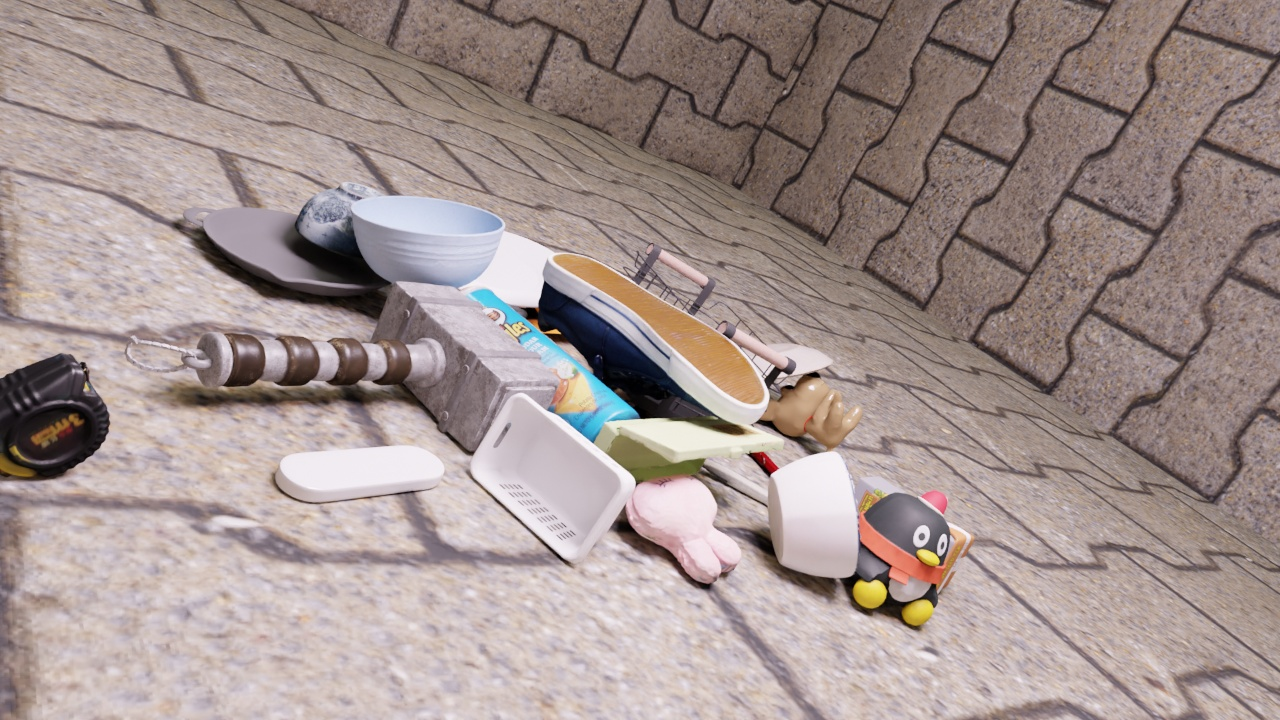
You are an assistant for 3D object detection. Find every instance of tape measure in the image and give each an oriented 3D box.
[{"bbox_3d":[-0.338,0.032,0.519,0.067,0.063,0.038,-36,58,-28],"label":"tape measure"}]

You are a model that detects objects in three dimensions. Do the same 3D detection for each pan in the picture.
[{"bbox_3d":[-0.291,-0.092,0.963,0.354,0.024,0.216,16,20,-16],"label":"pan"}]

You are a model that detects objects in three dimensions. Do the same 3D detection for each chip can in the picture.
[{"bbox_3d":[-0.102,0.015,0.893,0.229,0.080,0.079,39,21,30],"label":"chip can"}]

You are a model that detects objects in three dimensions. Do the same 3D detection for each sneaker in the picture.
[{"bbox_3d":[-0.006,0.005,0.933,0.295,0.127,0.120,33,27,31],"label":"sneaker"}]

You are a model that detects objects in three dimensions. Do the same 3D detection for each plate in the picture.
[{"bbox_3d":[0.159,0.000,1.218,0.189,0.027,0.188,-8,7,1],"label":"plate"},{"bbox_3d":[-0.174,-0.113,1.118,0.208,0.015,0.208,16,27,-9],"label":"plate"}]

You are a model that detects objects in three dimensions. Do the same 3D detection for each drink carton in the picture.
[{"bbox_3d":[0.282,0.184,0.982,0.048,0.076,0.125,6,24,-49],"label":"drink carton"}]

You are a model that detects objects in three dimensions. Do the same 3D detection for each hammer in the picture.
[{"bbox_3d":[-0.231,0.002,0.737,0.177,0.080,0.325,39,22,31],"label":"hammer"}]

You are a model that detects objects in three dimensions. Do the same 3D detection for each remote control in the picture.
[{"bbox_3d":[-0.200,0.081,0.668,0.043,0.013,0.136,38,21,30],"label":"remote control"}]

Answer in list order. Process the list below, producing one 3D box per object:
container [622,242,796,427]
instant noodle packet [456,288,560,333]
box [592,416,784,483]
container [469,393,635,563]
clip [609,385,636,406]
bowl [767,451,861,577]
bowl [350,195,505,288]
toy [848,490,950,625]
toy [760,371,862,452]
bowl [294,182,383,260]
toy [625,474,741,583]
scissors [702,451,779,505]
[{"bbox_3d":[0.056,-0.021,1.085,0.162,0.130,0.241,28,15,-32],"label":"container"},{"bbox_3d":[-0.182,-0.091,1.137,0.159,0.032,0.221,1,32,-49],"label":"instant noodle packet"},{"bbox_3d":[0.037,0.078,0.858,0.187,0.131,0.064,1,75,-52],"label":"box"},{"bbox_3d":[-0.065,0.092,0.733,0.129,0.081,0.049,36,9,25],"label":"container"},{"bbox_3d":[-0.027,0.035,1.031,0.041,0.024,0.060,40,14,28],"label":"clip"},{"bbox_3d":[0.158,0.146,0.858,0.065,0.116,0.116,-5,22,-1],"label":"bowl"},{"bbox_3d":[-0.217,-0.112,0.928,0.150,0.075,0.150,9,21,-4],"label":"bowl"},{"bbox_3d":[0.251,0.176,0.884,0.097,0.119,0.099,24,12,-21],"label":"toy"},{"bbox_3d":[0.220,0.069,1.185,0.108,0.106,0.134,28,11,41],"label":"toy"},{"bbox_3d":[-0.306,-0.156,0.988,0.114,0.061,0.114,20,20,-8],"label":"bowl"},{"bbox_3d":[0.040,0.143,0.789,0.105,0.053,0.108,51,24,19],"label":"toy"},{"bbox_3d":[0.142,0.142,0.989,0.179,0.015,0.198,18,21,-30],"label":"scissors"}]
